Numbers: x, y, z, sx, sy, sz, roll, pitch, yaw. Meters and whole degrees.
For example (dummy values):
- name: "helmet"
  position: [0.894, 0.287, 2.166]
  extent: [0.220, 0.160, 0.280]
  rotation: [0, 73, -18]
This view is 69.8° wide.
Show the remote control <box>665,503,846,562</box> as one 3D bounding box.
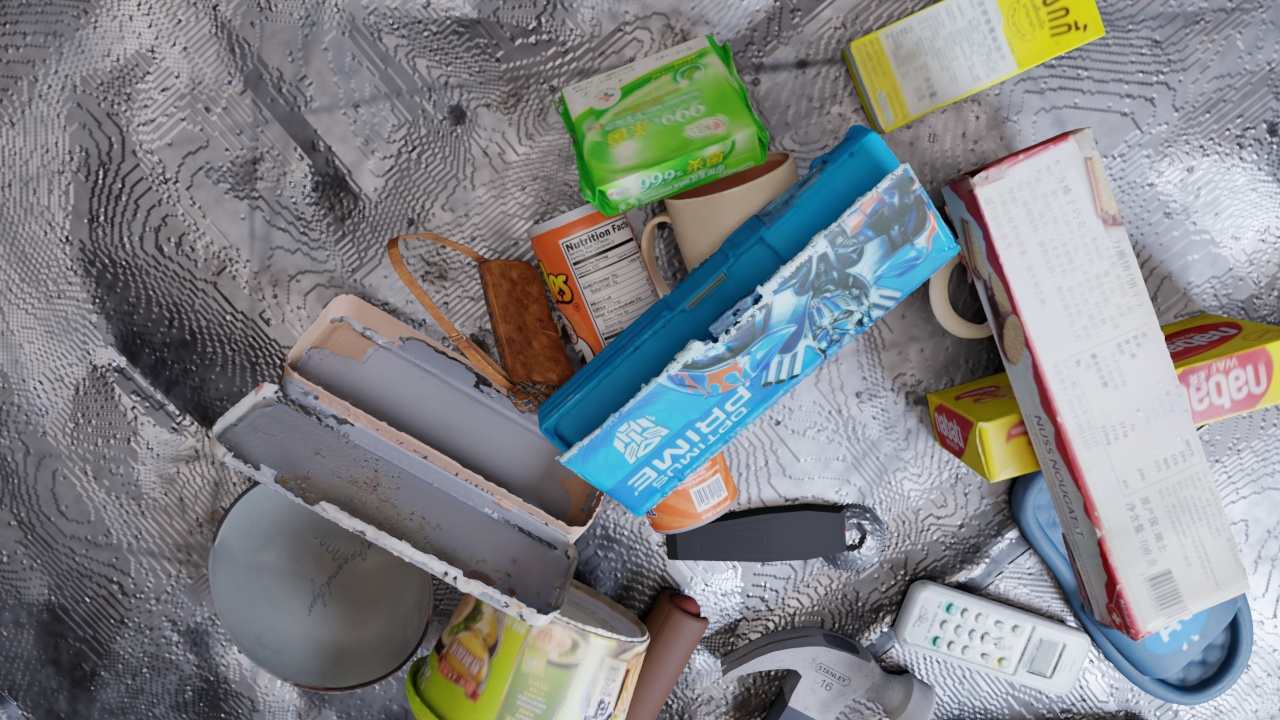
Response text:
- name: "remote control"
  position: [0.080, 0.122, 0.635]
  extent: [0.125, 0.010, 0.039]
  rotation: [-4, 100, 1]

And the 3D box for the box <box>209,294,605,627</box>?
- name: "box"
  position: [-0.127, 0.058, 0.558]
  extent: [0.216, 0.156, 0.063]
  rotation: [30, 120, -6]

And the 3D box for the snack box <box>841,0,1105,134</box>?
- name: "snack box"
  position: [0.207, -0.199, 0.575]
  extent: [0.149, 0.025, 0.061]
  rotation: [-24, 99, 3]

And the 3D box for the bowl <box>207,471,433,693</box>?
- name: "bowl"
  position: [-0.203, 0.138, 0.610]
  extent: [0.151, 0.056, 0.151]
  rotation: [1, 100, 3]

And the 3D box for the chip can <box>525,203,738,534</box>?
- name: "chip can"
  position: [-0.003, 0.003, 0.588]
  extent: [0.062, 0.062, 0.210]
  rotation: [-22, 99, 3]

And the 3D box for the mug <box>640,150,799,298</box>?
- name: "mug"
  position: [0.055, -0.064, 0.575]
  extent: [0.112, 0.085, 0.104]
  rotation: [-9, 113, 29]

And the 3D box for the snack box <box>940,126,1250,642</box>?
- name: "snack box"
  position: [0.250, 0.014, 0.511]
  extent: [0.076, 0.044, 0.273]
  rotation: [-22, 95, -4]

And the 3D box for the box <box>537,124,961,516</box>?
- name: "box"
  position: [0.061, -0.011, 0.508]
  extent: [0.244, 0.066, 0.091]
  rotation: [-42, 113, 9]

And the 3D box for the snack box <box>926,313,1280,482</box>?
- name: "snack box"
  position: [0.295, 0.021, 0.580]
  extent: [0.201, 0.092, 0.042]
  rotation: [-16, 99, 2]

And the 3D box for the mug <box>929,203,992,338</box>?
- name: "mug"
  position: [0.232, -0.060, 0.571]
  extent: [0.122, 0.081, 0.097]
  rotation: [-34, 106, -11]

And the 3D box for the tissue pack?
- name: "tissue pack"
  position: [0.012, -0.143, 0.550]
  extent: [0.114, 0.034, 0.099]
  rotation: [-20, 56, 4]

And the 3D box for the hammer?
- name: "hammer"
  position: [0.072, 0.333, 0.661]
  extent: [0.139, 0.035, 0.313]
  rotation: [28, 99, -3]

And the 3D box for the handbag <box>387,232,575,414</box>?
- name: "handbag"
  position: [-0.085, -0.032, 0.514]
  extent: [0.043, 0.196, 0.093]
  rotation: [-19, 71, 8]

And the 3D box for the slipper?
- name: "slipper"
  position: [0.339, 0.144, 0.619]
  extent: [0.104, 0.059, 0.213]
  rotation: [-40, 96, 3]

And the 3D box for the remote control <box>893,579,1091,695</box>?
- name: "remote control"
  position: [0.245, 0.193, 0.643]
  extent: [0.133, 0.022, 0.050]
  rotation: [18, 98, -4]

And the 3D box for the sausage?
- name: "sausage"
  position: [-0.002, 0.231, 0.640]
  extent: [0.040, 0.040, 0.156]
  rotation: [27, 98, -5]

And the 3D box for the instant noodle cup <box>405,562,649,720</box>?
- name: "instant noodle cup"
  position: [-0.065, 0.194, 0.584]
  extent: [0.146, 0.146, 0.098]
  rotation: [26, 87, -5]
